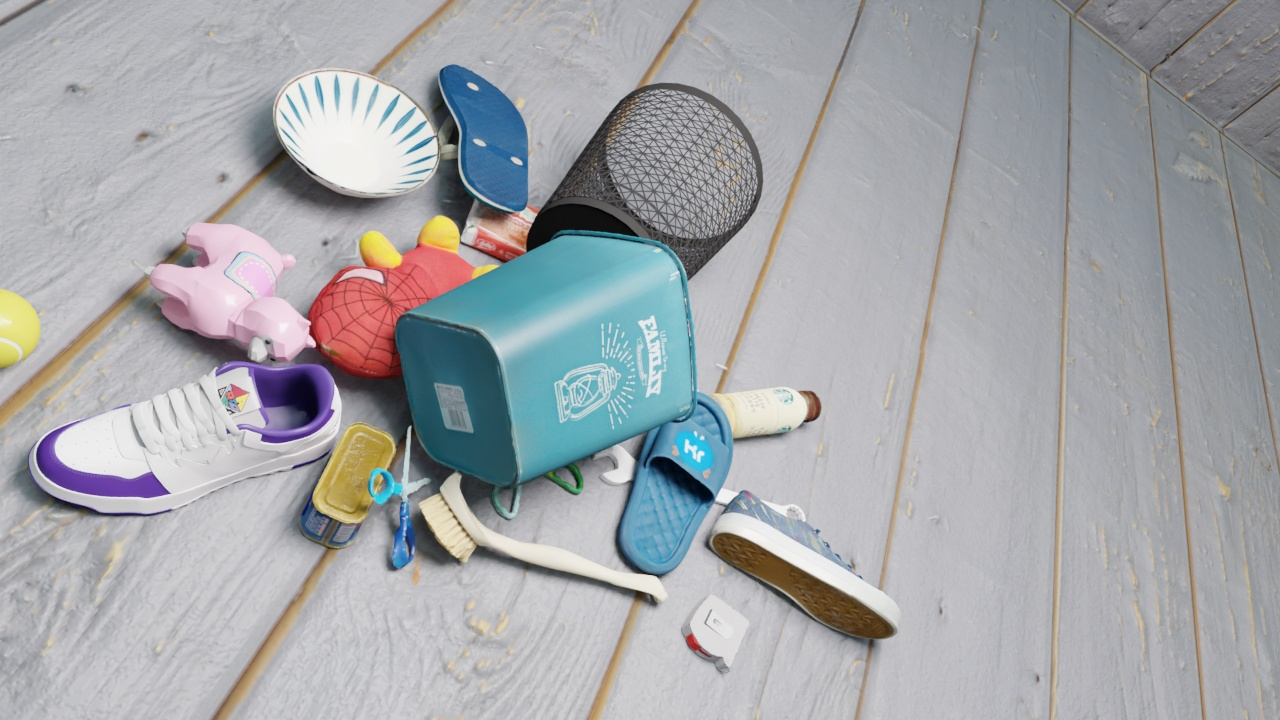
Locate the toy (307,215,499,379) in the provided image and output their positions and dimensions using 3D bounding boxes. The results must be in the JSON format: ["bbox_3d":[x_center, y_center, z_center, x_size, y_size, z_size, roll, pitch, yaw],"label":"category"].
[{"bbox_3d":[-0.237,-0.055,0.923,0.147,0.099,0.215,38,46,9],"label":"toy"}]

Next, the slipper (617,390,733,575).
[{"bbox_3d":[0.046,0.129,0.983,0.104,0.059,0.213,31,61,-14],"label":"slipper"}]

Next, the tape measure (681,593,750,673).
[{"bbox_3d":[0.078,0.278,0.944,0.062,0.020,0.060,38,48,-4],"label":"tape measure"}]

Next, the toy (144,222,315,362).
[{"bbox_3d":[-0.365,-0.060,0.845,0.157,0.067,0.123,18,51,5],"label":"toy"}]

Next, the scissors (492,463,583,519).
[{"bbox_3d":[-0.116,0.111,0.944,0.125,0.011,0.131,32,49,-11],"label":"scissors"}]

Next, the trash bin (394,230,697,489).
[{"bbox_3d":[-0.092,0.000,0.874,0.218,0.199,0.197,-27,119,-42],"label":"trash bin"}]

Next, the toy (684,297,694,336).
[{"bbox_3d":[0.024,-0.068,1.129,0.112,0.050,0.087,27,49,-21],"label":"toy"}]

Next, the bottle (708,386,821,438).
[{"bbox_3d":[0.148,0.062,1.107,0.161,0.057,0.056,-4,62,-34],"label":"bottle"}]

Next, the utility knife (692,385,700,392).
[{"bbox_3d":[-0.006,0.006,1.069,0.203,0.020,0.028,25,54,-24],"label":"utility knife"}]

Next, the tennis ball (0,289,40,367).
[{"bbox_3d":[-0.527,-0.026,0.747,0.065,0.065,0.065,16,53,-22],"label":"tennis ball"}]

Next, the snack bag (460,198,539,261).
[{"bbox_3d":[-0.149,-0.152,1.084,0.116,0.036,0.076,22,51,-18],"label":"snack bag"}]

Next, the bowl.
[{"bbox_3d":[-0.316,-0.232,1.012,0.177,0.071,0.177,16,53,-23],"label":"bowl"}]

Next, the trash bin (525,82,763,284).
[{"bbox_3d":[-0.001,-0.168,1.058,0.217,0.218,0.242,38,47,-4],"label":"trash bin"}]

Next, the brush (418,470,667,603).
[{"bbox_3d":[-0.088,0.185,0.885,0.272,0.077,0.062,27,13,-22],"label":"brush"}]

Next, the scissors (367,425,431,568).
[{"bbox_3d":[-0.216,0.126,0.831,0.014,0.127,0.133,-2,95,8],"label":"scissors"}]

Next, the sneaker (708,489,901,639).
[{"bbox_3d":[0.189,0.220,1.008,0.235,0.088,0.079,32,50,-5],"label":"sneaker"}]

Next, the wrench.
[{"bbox_3d":[0.071,0.147,1.035,0.273,0.009,0.047,19,52,-20],"label":"wrench"}]

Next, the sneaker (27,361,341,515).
[{"bbox_3d":[-0.363,0.055,0.762,0.243,0.111,0.091,-12,67,-37],"label":"sneaker"}]

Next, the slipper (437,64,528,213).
[{"bbox_3d":[-0.192,-0.258,1.108,0.118,0.060,0.294,15,38,-29],"label":"slipper"}]

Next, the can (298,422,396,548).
[{"bbox_3d":[-0.261,0.111,0.822,0.054,0.059,0.099,26,50,-14],"label":"can"}]
